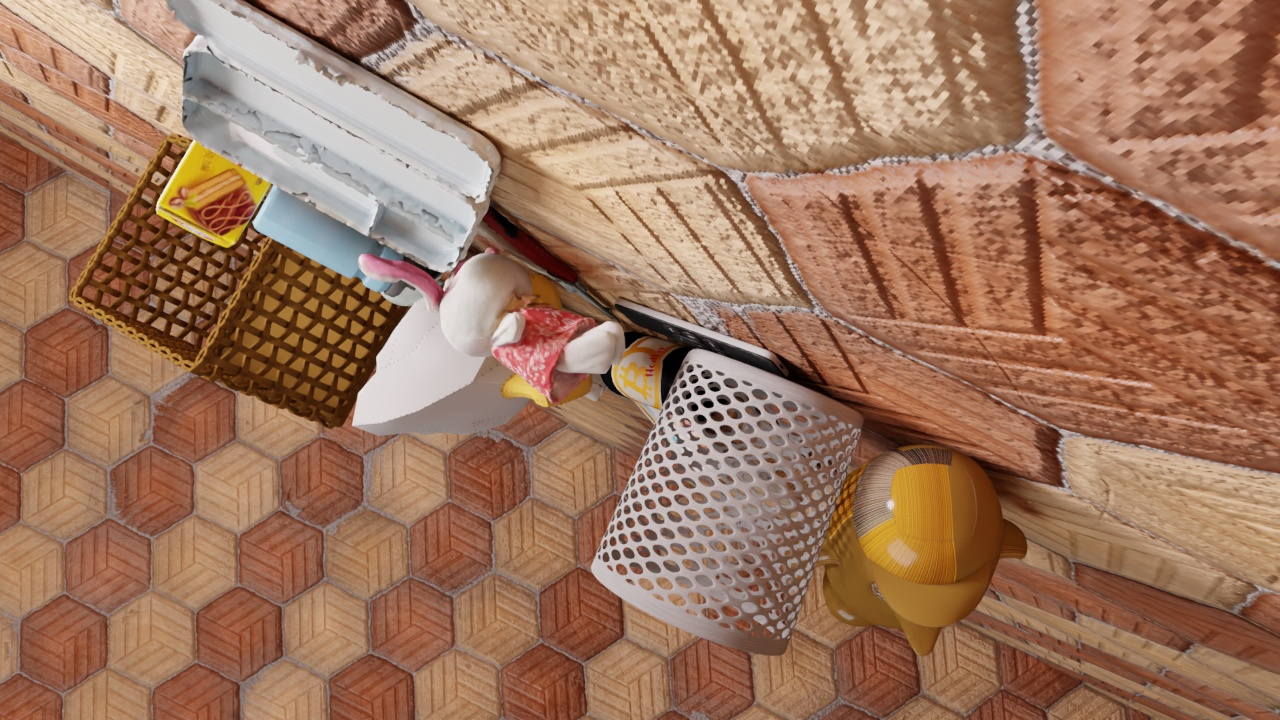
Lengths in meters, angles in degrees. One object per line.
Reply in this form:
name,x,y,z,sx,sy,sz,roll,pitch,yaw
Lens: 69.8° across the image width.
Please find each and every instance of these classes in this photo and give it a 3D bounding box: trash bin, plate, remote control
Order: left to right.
plate,0.020,0.054,0.950,0.187,0.016,0.187,49,174,8
remote control,0.045,-0.018,0.708,0.147,0.008,0.045,21,170,32
trash bin,0.069,0.100,0.690,0.156,0.183,0.156,22,179,0

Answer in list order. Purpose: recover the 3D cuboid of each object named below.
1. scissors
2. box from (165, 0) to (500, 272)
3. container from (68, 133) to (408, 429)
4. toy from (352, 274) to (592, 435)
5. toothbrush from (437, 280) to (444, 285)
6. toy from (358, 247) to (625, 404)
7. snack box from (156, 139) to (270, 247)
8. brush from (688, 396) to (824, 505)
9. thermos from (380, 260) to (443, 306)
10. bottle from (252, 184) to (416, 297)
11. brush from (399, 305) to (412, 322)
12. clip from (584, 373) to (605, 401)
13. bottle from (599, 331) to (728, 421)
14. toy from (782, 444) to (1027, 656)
scissors,-0.068,-0.071,0.710,0.188,0.015,0.146,28,171,-18
box,-0.188,-0.143,0.563,0.210,0.061,0.193,27,153,-8
container,-0.443,-0.087,1.056,0.252,0.219,0.214,22,171,30
toy,-0.173,-0.007,0.876,0.268,0.245,0.141,-2,120,44
toothbrush,-0.198,-0.072,1.096,0.155,0.016,0.022,22,133,30
toy,-0.102,-0.036,0.690,0.194,0.084,0.158,28,-162,25
snack box,-0.323,-0.147,0.716,0.061,0.105,0.084,31,171,-26
brush,0.130,0.103,1.008,0.083,0.056,0.271,27,172,34
thermos,-0.220,-0.092,0.871,0.068,0.068,0.230,29,171,-14
bottle,-0.232,-0.089,0.718,0.130,0.040,0.040,29,172,-24
brush,-0.265,-0.043,1.274,0.250,0.075,0.195,24,171,19
clip,-0.098,0.006,1.144,0.124,0.074,0.144,25,-178,-3
bottle,-0.005,0.005,0.822,0.182,0.059,0.059,18,168,47
toy,0.211,0.140,0.701,0.199,0.162,0.203,-5,154,5
